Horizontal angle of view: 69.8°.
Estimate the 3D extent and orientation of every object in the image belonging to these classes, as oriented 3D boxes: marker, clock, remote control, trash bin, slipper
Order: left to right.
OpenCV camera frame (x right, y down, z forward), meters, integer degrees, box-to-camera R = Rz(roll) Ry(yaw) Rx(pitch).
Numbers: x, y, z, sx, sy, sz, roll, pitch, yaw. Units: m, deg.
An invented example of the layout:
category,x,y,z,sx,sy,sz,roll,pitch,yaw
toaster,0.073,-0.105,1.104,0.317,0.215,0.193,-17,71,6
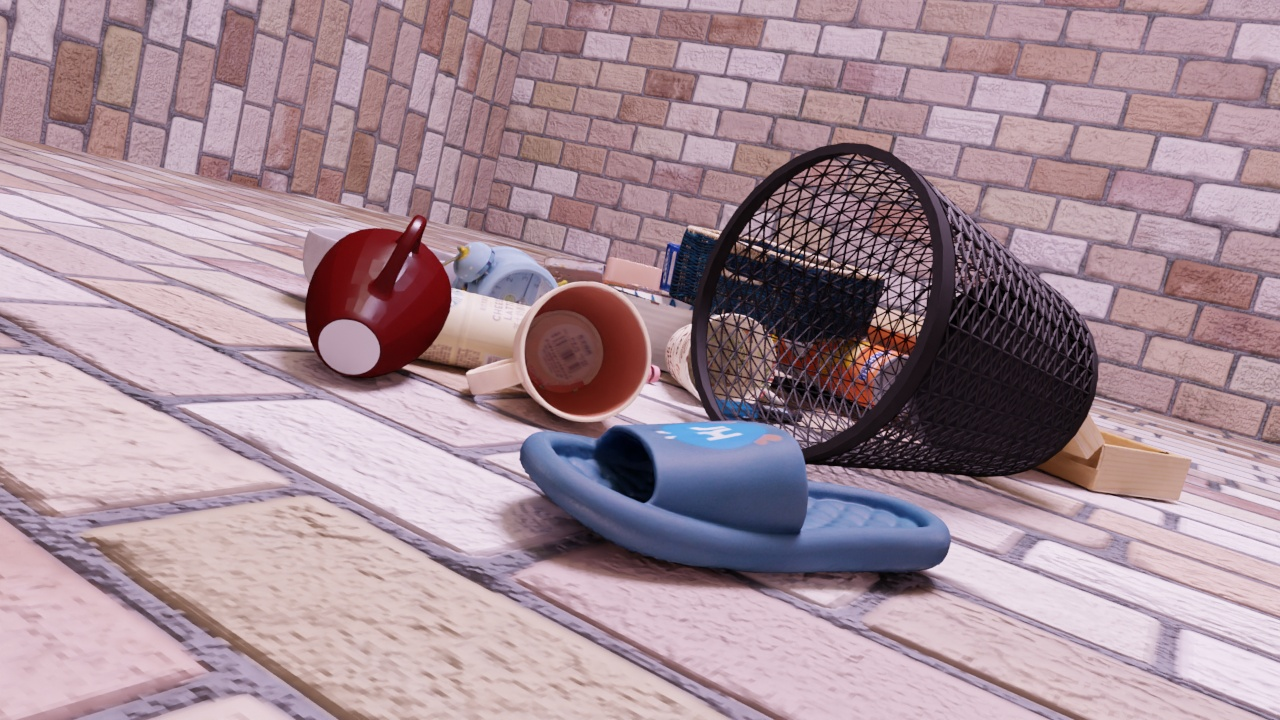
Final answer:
category,x,y,z,sx,sy,sz,roll,pitch,yaw
clock,-0.125,-0.052,0.783,0.124,0.089,0.052,11,14,-37
slipper,0.047,0.055,0.414,0.213,0.059,0.104,12,5,-24
marker,0.097,0.044,0.759,0.018,0.015,0.122,25,10,42
remote control,0.198,0.036,1.008,0.125,0.010,0.039,14,7,-1
trash bin,0.200,-0.012,0.681,0.243,0.217,0.217,16,5,-36

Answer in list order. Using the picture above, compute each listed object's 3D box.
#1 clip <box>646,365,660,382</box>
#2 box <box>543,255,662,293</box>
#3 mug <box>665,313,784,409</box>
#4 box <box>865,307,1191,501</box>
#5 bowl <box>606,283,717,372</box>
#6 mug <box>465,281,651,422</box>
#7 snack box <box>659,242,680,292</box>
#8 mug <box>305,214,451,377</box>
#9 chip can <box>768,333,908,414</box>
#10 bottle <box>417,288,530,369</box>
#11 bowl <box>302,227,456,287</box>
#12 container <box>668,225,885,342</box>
category,x,y,z,sx,sy,sz,roll,pitch,yaw
clip,-0.008,0.004,0.829,0.035,0.022,0.058,12,8,-38
box,-0.046,-0.092,1.193,0.148,0.042,0.216,18,-10,1
mug,0.080,0.009,0.812,0.122,0.081,0.097,32,-4,-15
box,0.365,0.045,0.919,0.261,0.096,0.247,37,-5,-26
bowl,0.043,-0.024,0.940,0.177,0.071,0.177,13,7,-2
mug,-0.058,-0.001,0.598,0.111,0.085,0.104,-18,5,-12
snack box,0.137,-0.084,1.036,0.226,0.059,0.059,9,11,-18
mug,-0.160,-0.037,0.557,0.087,0.114,0.088,28,22,-14
chip can,0.205,0.002,0.977,0.062,0.062,0.210,10,8,-27
bottle,-0.130,-0.023,0.668,0.162,0.056,0.056,12,8,-11
bowl,-0.228,-0.070,0.803,0.132,0.064,0.131,13,9,-2
container,0.135,-0.071,0.888,0.145,0.071,0.187,22,13,30
